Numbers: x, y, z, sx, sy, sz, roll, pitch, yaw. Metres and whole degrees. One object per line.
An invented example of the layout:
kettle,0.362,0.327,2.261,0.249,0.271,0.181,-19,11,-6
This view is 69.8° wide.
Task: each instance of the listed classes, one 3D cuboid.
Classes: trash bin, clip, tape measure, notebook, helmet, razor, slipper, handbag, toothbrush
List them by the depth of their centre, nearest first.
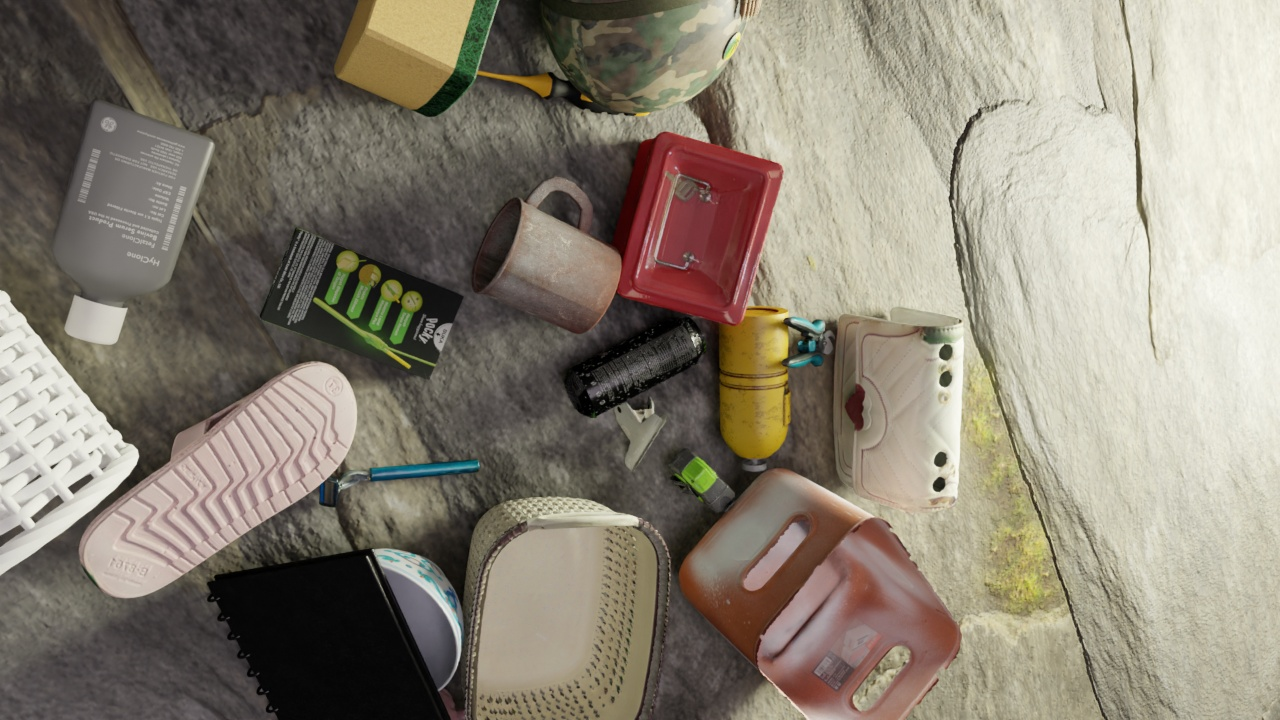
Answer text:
helmet,0.009,-0.330,0.742,0.223,0.193,0.237,-51,148,-30
slipper,-0.338,0.093,0.750,0.238,0.064,0.094,-42,118,-26
notebook,-0.261,0.275,0.792,0.169,0.019,0.231,-12,109,17
toothbrush,-0.079,-0.243,0.814,0.196,0.031,0.031,4,112,-23
razor,-0.216,0.103,0.829,0.143,0.022,0.042,-7,142,-27
clip,-0.004,0.062,0.897,0.040,0.102,0.054,-2,57,-23
tape measure,0.056,0.121,0.929,0.036,0.059,0.065,-46,116,-9
trash bin,0.179,0.252,0.938,0.181,0.157,0.260,-47,125,-9
handbag,0.272,0.049,0.966,0.096,0.142,0.198,-6,101,-21

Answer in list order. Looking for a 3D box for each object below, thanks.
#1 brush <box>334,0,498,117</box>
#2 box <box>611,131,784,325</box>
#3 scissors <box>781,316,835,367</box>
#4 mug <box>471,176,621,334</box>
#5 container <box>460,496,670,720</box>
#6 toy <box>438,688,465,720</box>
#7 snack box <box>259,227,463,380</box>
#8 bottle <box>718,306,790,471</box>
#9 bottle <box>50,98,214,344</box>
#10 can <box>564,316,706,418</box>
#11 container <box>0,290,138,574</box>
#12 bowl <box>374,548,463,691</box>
brush,-0.144,-0.314,0.680,0.075,0.195,0.250,19,92,-26
box,0.044,-0.123,0.866,0.135,0.117,0.157,16,97,-10
scissors,0.171,-0.015,0.930,0.150,0.019,0.130,-63,143,-37
mug,-0.076,-0.096,0.811,0.110,0.096,0.123,23,96,-32
container,-0.079,0.243,0.849,0.184,0.143,0.252,2,100,-23
toy,-0.195,0.352,0.867,0.095,0.053,0.099,20,87,-19
snack box,-0.237,-0.047,0.786,0.147,0.025,0.080,22,91,-26
bottle,0.116,0.031,0.931,0.071,0.071,0.164,-7,103,-23
bottle,-0.392,-0.099,0.696,0.083,0.046,0.174,18,93,-26
can,-0.005,0.005,0.882,0.137,0.054,0.054,-27,110,-17
container,-0.479,0.047,0.609,0.189,0.189,0.187,-34,110,-14
bowl,-0.213,0.218,0.809,0.144,0.074,0.144,5,113,12
